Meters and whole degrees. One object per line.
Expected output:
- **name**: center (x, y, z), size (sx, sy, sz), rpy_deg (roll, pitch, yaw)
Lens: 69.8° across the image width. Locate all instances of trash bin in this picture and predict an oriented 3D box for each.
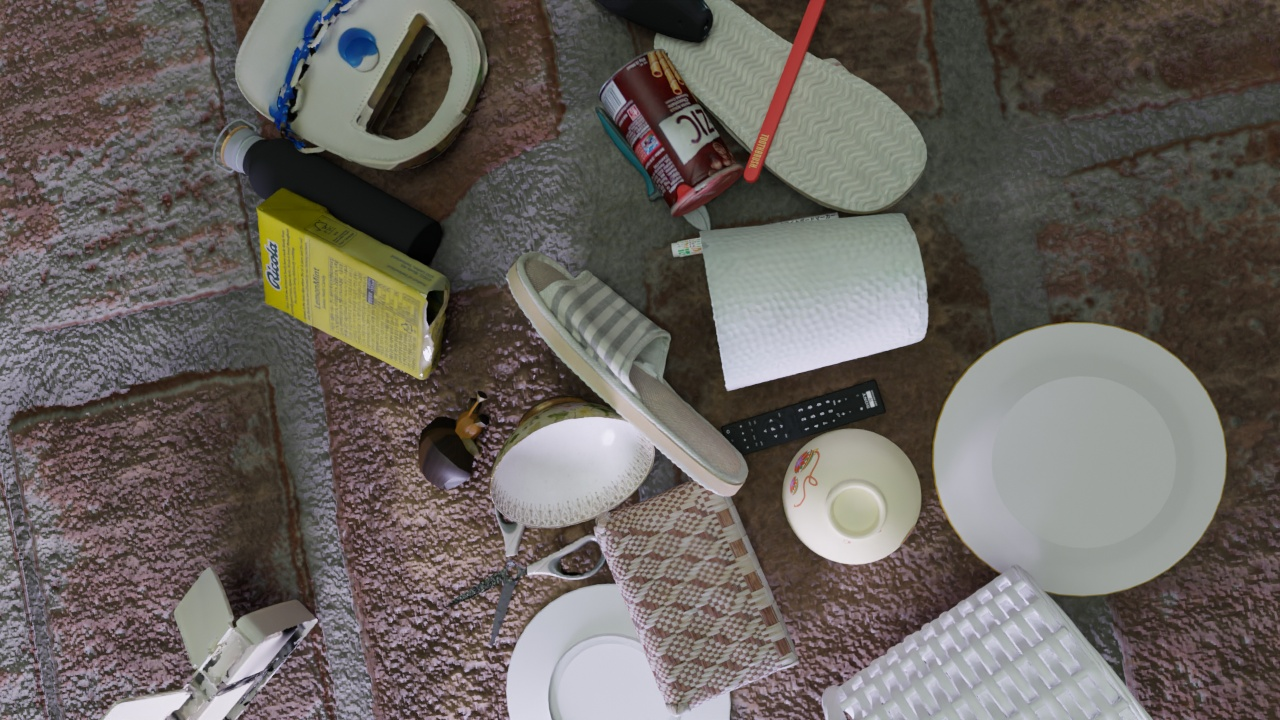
- **trash bin**: center (0.138, -0.053, 0.745), size (0.161, 0.133, 0.133), rpy_deg (-10, 90, 5)

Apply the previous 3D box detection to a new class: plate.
- **plate**: center (-0.023, 0.308, 0.834), size (0.209, 0.015, 0.208), rpy_deg (0, 91, 10)
- **plate**: center (0.361, 0.083, 0.757), size (0.230, 0.021, 0.230), rpy_deg (0, 91, 10)

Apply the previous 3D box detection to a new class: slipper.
- **slipper**: center (0.125, -0.219, 0.779), size (0.263, 0.052, 0.115), rpy_deg (42, 94, 17)
- **slipper**: center (-0.005, 0.005, 0.779), size (0.272, 0.114, 0.054), rpy_deg (47, 116, 6)

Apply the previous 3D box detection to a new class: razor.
- **razor**: center (0.007, -0.318, 0.786), size (0.140, 0.053, 0.063), rpy_deg (36, 58, 18)

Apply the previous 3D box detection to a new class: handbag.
- **handbag**: center (0.047, 0.200, 0.803), size (0.124, 0.047, 0.185), rpy_deg (-23, 86, 1)
- **handbag**: center (-0.244, -0.269, 0.825), size (0.199, 0.093, 0.201), rpy_deg (29, 95, 2)

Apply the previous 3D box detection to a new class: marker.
- **marker**: center (0.100, -0.109, 0.801), size (0.145, 0.017, 0.017), rpy_deg (-9, 90, 10)

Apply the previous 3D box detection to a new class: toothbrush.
- **toothbrush**: center (0.125, -0.245, 0.745), size (0.012, 0.018, 0.212), rpy_deg (20, 88, 18)

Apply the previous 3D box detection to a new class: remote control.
- **remote control**: center (0.141, 0.052, 0.802), size (0.140, 0.009, 0.030), rpy_deg (-18, 88, 10)

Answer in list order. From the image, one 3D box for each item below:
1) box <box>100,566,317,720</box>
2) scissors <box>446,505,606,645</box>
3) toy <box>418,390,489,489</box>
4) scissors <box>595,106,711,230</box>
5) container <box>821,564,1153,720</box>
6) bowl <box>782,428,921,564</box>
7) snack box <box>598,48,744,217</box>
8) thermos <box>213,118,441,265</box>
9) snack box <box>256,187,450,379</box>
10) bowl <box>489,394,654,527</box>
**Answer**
- **box**: center (-0.409, 0.264, 0.820), size (0.099, 0.184, 0.143), rpy_deg (41, 93, 12)
- **scissors**: center (-0.108, 0.181, 0.847), size (0.171, 0.012, 0.157), rpy_deg (-9, 88, 9)
- **toy**: center (-0.163, 0.068, 0.831), size (0.100, 0.062, 0.076), rpy_deg (-53, 46, 21)
- **scissors**: center (0.009, -0.171, 0.816), size (0.139, 0.019, 0.136), rpy_deg (2, 93, 8)
- **container**: center (0.269, 0.284, 0.695), size (0.187, 0.189, 0.189), rpy_deg (-38, 85, 7)
- **bowl**: center (0.177, 0.119, 0.764), size (0.118, 0.074, 0.118), rpy_deg (0, 91, 10)
- **snack box**: center (0.025, -0.190, 0.769), size (0.072, 0.072, 0.121), rpy_deg (-32, 86, 9)
- **thermos**: center (-0.297, -0.155, 0.848), size (0.231, 0.061, 0.061), rpy_deg (29, 96, 8)
- **snack box**: center (-0.254, -0.065, 0.822), size (0.181, 0.045, 0.121), rpy_deg (26, 137, 7)
- **bowl**: center (-0.066, 0.077, 0.796), size (0.145, 0.145, 0.063), rpy_deg (-34, 47, 9)
